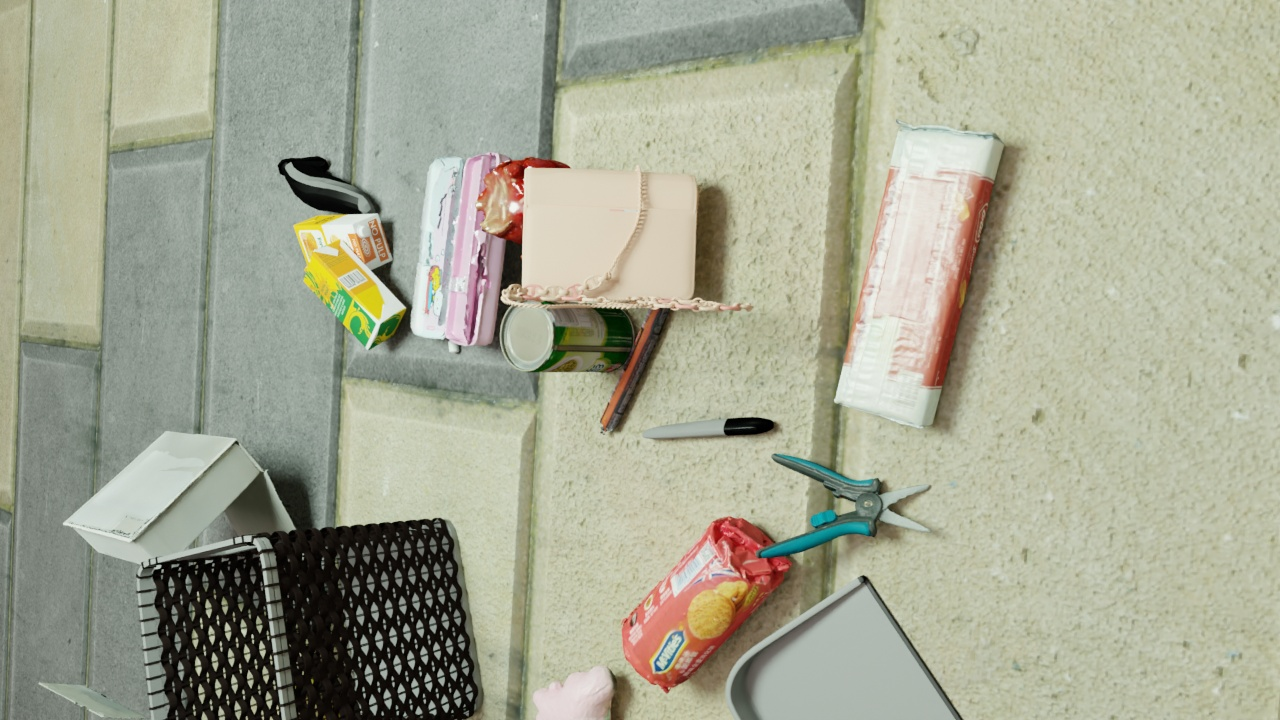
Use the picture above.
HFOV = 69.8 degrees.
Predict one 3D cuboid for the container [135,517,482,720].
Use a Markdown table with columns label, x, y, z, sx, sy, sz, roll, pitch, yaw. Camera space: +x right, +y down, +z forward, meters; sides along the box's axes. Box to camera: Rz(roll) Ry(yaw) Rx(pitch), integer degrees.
| label | x | y | z | sx | sy | sz | roll | pitch | yaw |
| --- | --- | --- | --- | --- | --- | --- | --- | --- | --- |
| container | -0.346 | 0.304 | 0.981 | 0.248 | 0.243 | 0.245 | -17 | 79 | 35 |

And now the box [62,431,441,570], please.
| label | x | y | z | sx | sy | sz | roll | pitch | yaw |
| --- | --- | --- | --- | --- | --- | --- | --- | --- | --- |
| box | -0.486 | 0.191 | 1.218 | 0.167 | 0.445 | 0.164 | 2 | 81 | 36 |

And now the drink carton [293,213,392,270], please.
| label | x | y | z | sx | sy | sz | roll | pitch | yaw |
| --- | --- | --- | --- | --- | --- | --- | --- | --- | --- |
| drink carton | -0.357 | -0.142 | 1.106 | 0.123 | 0.040 | 0.058 | 5 | 119 | 36 |

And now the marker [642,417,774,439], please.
| label | x | y | z | sx | sy | sz | roll | pitch | yaw |
| --- | --- | --- | --- | --- | --- | --- | --- | --- | --- |
| marker | 0.057 | 0.063 | 0.826 | 0.139 | 0.022 | 0.016 | -8 | 100 | 35 |

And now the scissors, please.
| label | x | y | z | sx | sy | sz | roll | pitch | yaw |
| --- | --- | --- | --- | --- | --- | --- | --- | --- | --- |
| scissors | 0.156 | 0.112 | 0.746 | 0.148 | 0.019 | 0.118 | -25 | 49 | 12 |

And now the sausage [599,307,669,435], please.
| label | x | y | z | sx | sy | sz | roll | pitch | yaw |
| --- | --- | --- | --- | --- | --- | --- | --- | --- | --- |
| sausage | -0.005 | 0.005 | 0.874 | 0.020 | 0.020 | 0.155 | 34 | 109 | 31 |

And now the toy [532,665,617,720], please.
| label | x | y | z | sx | sy | sz | roll | pitch | yaw |
| --- | --- | --- | --- | --- | --- | --- | --- | --- | --- |
| toy | -0.063 | 0.343 | 0.891 | 0.096 | 0.052 | 0.099 | -5 | 92 | 29 |

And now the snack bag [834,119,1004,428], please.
| label | x | y | z | sx | sy | sz | roll | pitch | yaw |
| --- | --- | --- | --- | --- | --- | --- | --- | --- | --- |
| snack bag | 0.211 | -0.065 | 0.705 | 0.077 | 0.041 | 0.225 | 17 | 98 | 35 |

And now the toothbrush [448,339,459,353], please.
| label | x | y | z | sx | sy | sz | roll | pitch | yaw |
| --- | --- | --- | --- | --- | --- | --- | --- | --- | --- |
| toothbrush | -0.222 | -0.100 | 1.038 | 0.017 | 0.012 | 0.186 | -15 | 81 | 48 |

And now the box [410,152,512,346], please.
| label | x | y | z | sx | sy | sz | roll | pitch | yaw |
| --- | --- | --- | --- | --- | --- | --- | --- | --- | --- |
| box | -0.192 | -0.119 | 0.985 | 0.154 | 0.041 | 0.201 | 11 | 94 | 53 |

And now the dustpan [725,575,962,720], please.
| label | x | y | z | sx | sy | sz | roll | pitch | yaw |
| --- | --- | --- | --- | --- | --- | --- | --- | --- | --- |
| dustpan | 0.131 | 0.317 | 0.763 | 0.258 | 0.033 | 0.163 | -44 | 65 | 27 |

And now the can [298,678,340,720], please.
| label | x | y | z | sx | sy | sz | roll | pitch | yaw |
| --- | --- | --- | --- | --- | --- | --- | --- | --- | --- |
| can | -0.400 | 0.445 | 1.130 | 0.068 | 0.067 | 0.105 | -35 | 70 | 31 |

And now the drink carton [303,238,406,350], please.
| label | x | y | z | sx | sy | sz | roll | pitch | yaw |
| --- | --- | --- | --- | --- | --- | --- | --- | --- | --- |
| drink carton | -0.336 | -0.079 | 1.069 | 0.122 | 0.041 | 0.058 | 46 | 135 | 4 |

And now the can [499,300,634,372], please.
| label | x | y | z | sx | sy | sz | roll | pitch | yaw |
| --- | --- | --- | --- | --- | --- | --- | --- | --- | --- |
| can | -0.066 | -0.022 | 0.855 | 0.067 | 0.120 | 0.067 | 0 | 90 | 37 |

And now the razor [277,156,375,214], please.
| label | x | y | z | sx | sy | sz | roll | pitch | yaw |
| --- | --- | --- | --- | --- | --- | --- | --- | --- | --- |
| razor | -0.385 | -0.209 | 1.136 | 0.156 | 0.057 | 0.060 | 35 | 77 | 32 |

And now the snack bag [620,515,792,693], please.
| label | x | y | z | sx | sy | sz | roll | pitch | yaw |
| --- | --- | --- | --- | --- | --- | --- | --- | --- | --- |
| snack bag | 0.051 | 0.209 | 0.799 | 0.082 | 0.082 | 0.177 | 50 | 116 | 26 |

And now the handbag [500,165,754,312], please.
| label | x | y | z | sx | sy | sz | roll | pitch | yaw |
| --- | --- | --- | --- | --- | --- | --- | --- | --- | --- |
| handbag | -0.012 | -0.105 | 0.761 | 0.198 | 0.187 | 0.116 | 2 | 98 | -5 |

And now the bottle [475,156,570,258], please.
| label | x | y | z | sx | sy | sz | roll | pitch | yaw |
| --- | --- | --- | --- | --- | --- | --- | --- | --- | --- |
| bottle | -0.096 | -0.147 | 0.884 | 0.099 | 0.111 | 0.099 | -1 | 88 | 37 |
